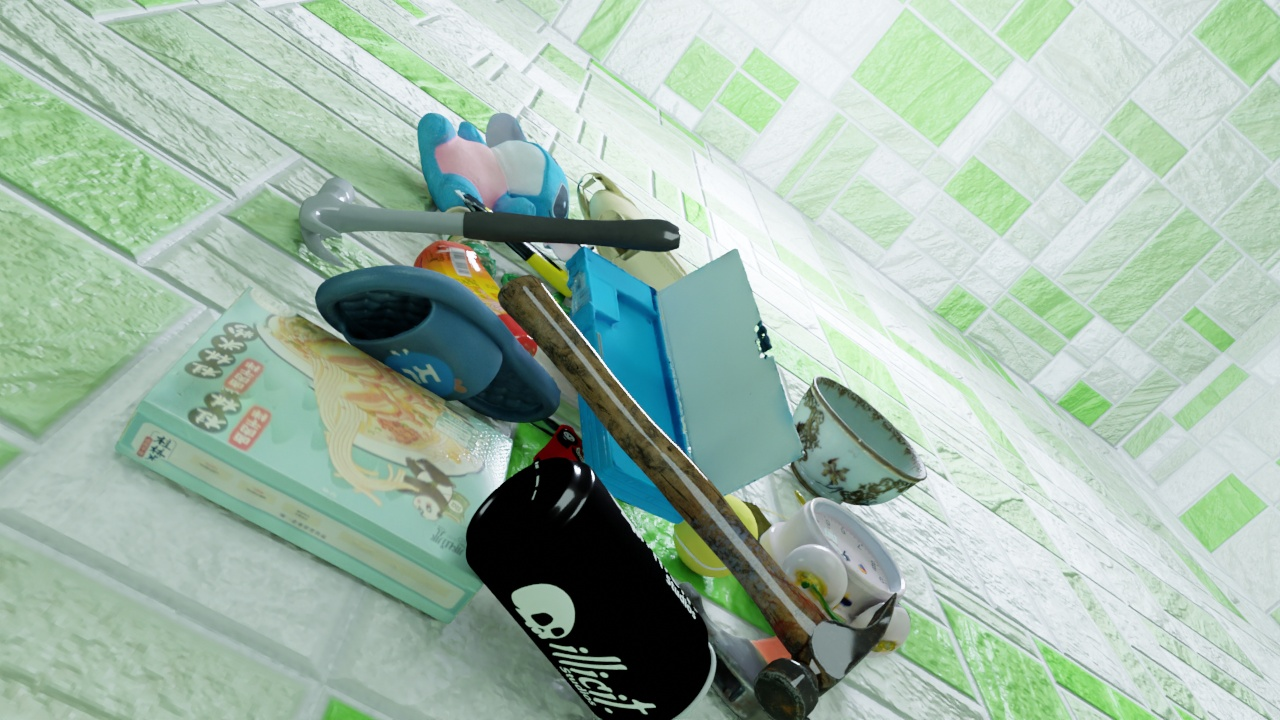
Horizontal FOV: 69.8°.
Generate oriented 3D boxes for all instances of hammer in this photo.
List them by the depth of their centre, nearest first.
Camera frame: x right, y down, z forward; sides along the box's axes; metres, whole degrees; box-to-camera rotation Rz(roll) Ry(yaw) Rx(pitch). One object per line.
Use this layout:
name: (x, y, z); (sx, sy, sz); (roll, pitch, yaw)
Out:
hammer: (0.021, 0.063, 0.588); (0.119, 0.033, 0.330); (-22, 63, -44)
hammer: (0.145, 0.219, 0.731); (0.133, 0.033, 0.332); (48, 21, 28)
hammer: (-0.122, -0.109, 0.754); (0.311, 0.030, 0.124); (3, 30, -4)

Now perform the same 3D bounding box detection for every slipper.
slipper: (-0.133, 0.002, 0.617); (0.213, 0.104, 0.059); (45, 46, -52)

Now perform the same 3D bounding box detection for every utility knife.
utility knife: (-0.125, -0.120, 0.931); (0.174, 0.020, 0.028); (39, 11, -36)

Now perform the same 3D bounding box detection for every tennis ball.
tennis ball: (0.058, 0.134, 0.708); (0.065, 0.065, 0.065); (33, 21, -15)

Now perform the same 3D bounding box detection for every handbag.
handbag: (0.133, 0.168, 0.838); (0.178, 0.027, 0.084); (21, 28, -52)
handbag: (0.003, -0.111, 1.024); (0.191, 0.088, 0.232); (61, 2, -27)

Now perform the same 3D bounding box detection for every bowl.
bowl: (0.224, 0.104, 1.014); (0.160, 0.094, 0.159); (33, 21, -15)

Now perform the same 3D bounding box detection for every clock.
clock: (0.154, 0.172, 0.720); (0.117, 0.059, 0.157); (38, 19, -5)

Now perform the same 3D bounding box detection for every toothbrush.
toothbrush: (-0.072, 0.053, 0.736); (0.188, 0.014, 0.017); (33, 13, -15)

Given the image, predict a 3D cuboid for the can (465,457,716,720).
can: (-0.025, 0.129, 0.499); (0.146, 0.080, 0.080); (56, 14, -21)

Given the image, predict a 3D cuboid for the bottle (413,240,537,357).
bottle: (-0.138, -0.042, 0.774); (0.071, 0.049, 0.134); (9, 36, -53)

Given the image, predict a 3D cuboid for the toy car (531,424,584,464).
toy car: (-0.049, 0.087, 0.665); (0.025, 0.038, 0.089); (21, 26, -46)

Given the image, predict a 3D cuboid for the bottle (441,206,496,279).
bottle: (-0.167, -0.110, 0.879); (0.042, 0.043, 0.110); (24, 23, -34)

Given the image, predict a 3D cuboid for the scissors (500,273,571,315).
scissors: (-0.085, -0.054, 0.941); (0.130, 0.012, 0.112); (19, 25, -47)

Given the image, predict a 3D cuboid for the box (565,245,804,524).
box: (0.024, -0.007, 0.708); (0.114, 0.114, 0.243); (29, 34, -32)

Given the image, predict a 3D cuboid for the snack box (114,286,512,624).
snack box: (-0.171, 0.050, 0.528); (0.193, 0.044, 0.141); (34, 22, -17)

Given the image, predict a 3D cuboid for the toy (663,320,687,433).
toy: (-0.005, 0.005, 0.844); (0.179, 0.102, 0.138); (16, 20, -15)

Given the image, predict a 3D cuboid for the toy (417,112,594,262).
toy: (-0.149, -0.185, 1.001); (0.191, 0.099, 0.224); (3, 50, -50)
